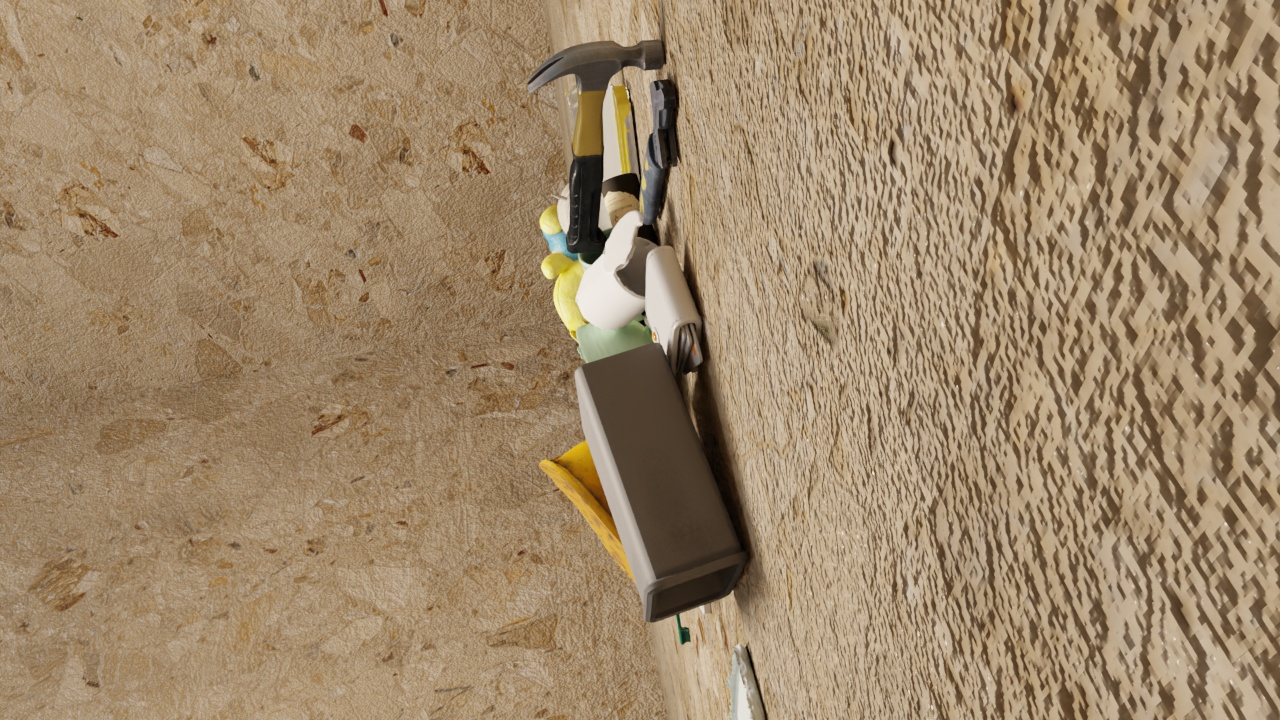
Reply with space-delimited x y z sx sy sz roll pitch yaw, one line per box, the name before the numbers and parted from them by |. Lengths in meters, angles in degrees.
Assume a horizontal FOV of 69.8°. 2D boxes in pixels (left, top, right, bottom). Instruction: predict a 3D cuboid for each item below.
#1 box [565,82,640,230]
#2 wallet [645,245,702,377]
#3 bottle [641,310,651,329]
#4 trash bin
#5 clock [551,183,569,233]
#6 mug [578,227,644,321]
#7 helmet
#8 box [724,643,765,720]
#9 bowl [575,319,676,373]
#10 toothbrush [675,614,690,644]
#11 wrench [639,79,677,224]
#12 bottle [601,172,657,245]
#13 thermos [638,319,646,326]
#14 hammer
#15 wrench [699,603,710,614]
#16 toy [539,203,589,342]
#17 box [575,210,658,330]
box | -0.033 -0.243 1.156 0.117 0.057 0.210 24 134 39
wallet | 0.036 -0.031 0.888 0.119 0.037 0.115 90 163 -61
bottle | 0.019 -0.044 1.009 0.106 0.025 0.025 -140 40 -66
trash bin | 0.015 0.124 0.900 0.192 0.097 0.219 91 160 -66
clock | -0.048 -0.190 1.276 0.157 0.103 0.061 55 177 -20
mug | -0.014 -0.096 1.136 0.111 0.084 0.104 36 154 46
helmet | 0.001 0.170 1.111 0.205 0.131 0.255 37 163 42
box | 0.086 0.377 0.963 0.215 0.106 0.126 86 -164 -52
bowl | -0.006 0.006 1.088 0.151 0.077 0.150 56 -172 -12
toothbrush | 0.051 0.325 1.346 0.016 0.017 0.190 -154 55 -82
wrench | 0.014 -0.190 0.894 0.273 0.022 0.073 105 155 -78
bottle | 0.001 -0.123 1.064 0.045 0.045 0.184 160 93 -85
thermos | -0.024 -0.053 1.240 0.086 0.086 0.198 97 163 -74
hammer | -0.054 -0.201 0.933 0.334 0.118 0.025 104 159 -66
wrench | 0.070 0.314 1.305 0.273 0.018 0.087 -148 48 -82
toy | -0.075 -0.137 1.361 0.084 0.148 0.214 11 119 60
box | -0.013 -0.093 0.979 0.166 0.092 0.083 -33 32 55
